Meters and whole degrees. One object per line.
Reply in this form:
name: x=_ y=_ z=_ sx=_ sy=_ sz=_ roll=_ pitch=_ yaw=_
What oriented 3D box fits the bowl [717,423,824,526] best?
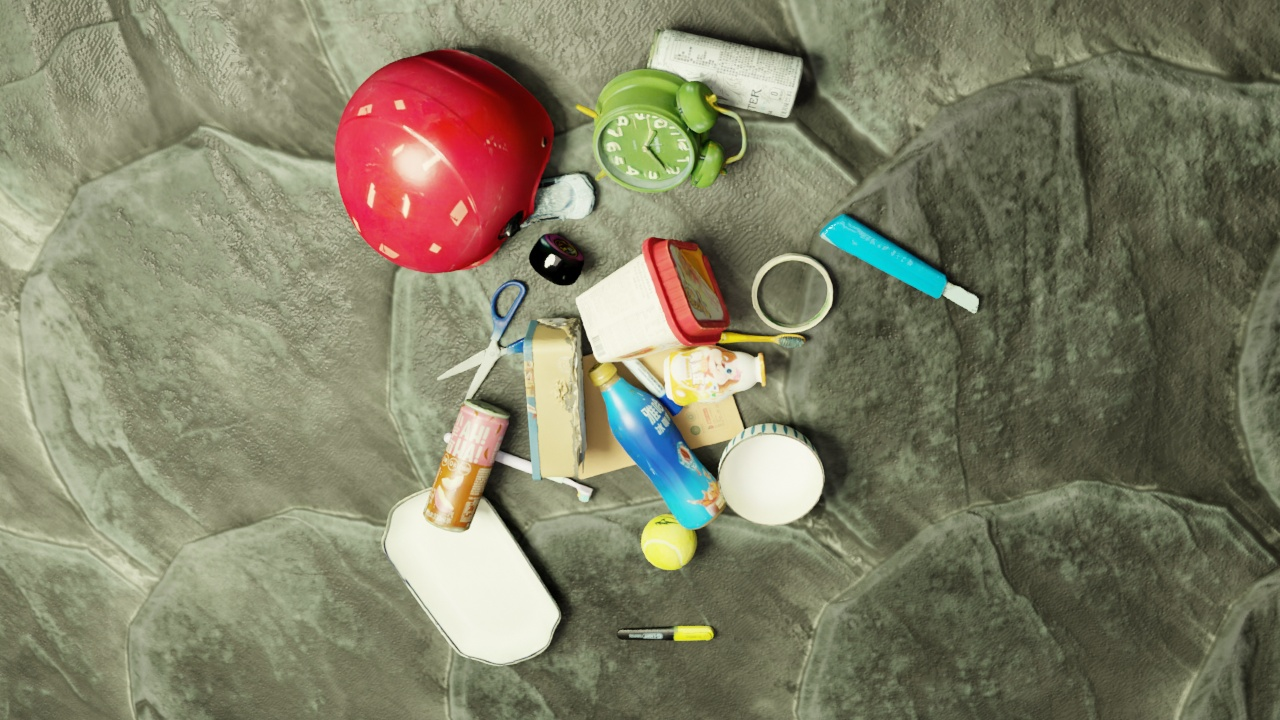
bowl: x=0.146 y=0.120 z=1.037 sx=0.116 sy=0.066 sz=0.116 roll=2 pitch=112 yaw=5

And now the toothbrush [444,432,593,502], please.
toothbrush: x=-0.147 y=0.126 z=1.099 sx=0.189 sy=0.029 sz=0.021 roll=22 pitch=71 yaw=0

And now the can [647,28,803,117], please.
can: x=0.082 y=-0.281 z=0.895 sx=0.147 sy=0.058 sz=0.058 roll=13 pitch=112 yaw=1

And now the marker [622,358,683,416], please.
marker: x=-0.006 y=0.006 z=1.028 sx=0.017 sy=0.016 sz=0.146 roll=-40 pitch=101 yaw=18

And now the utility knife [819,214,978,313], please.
utility knife: x=0.277 y=-0.099 z=0.964 sx=0.188 sy=0.018 sz=0.034 roll=29 pitch=123 yaw=-5

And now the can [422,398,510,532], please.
can: x=-0.201 y=0.122 z=1.060 sx=0.058 sy=0.058 sz=0.147 roll=20 pitch=93 yaw=-2

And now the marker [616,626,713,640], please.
marker: x=0.031 y=0.347 z=1.164 sx=0.124 sy=0.015 sz=0.018 roll=-3 pitch=107 yaw=9

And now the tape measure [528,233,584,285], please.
tape measure: x=-0.091 y=-0.106 z=0.983 sx=0.058 sy=0.057 sz=0.039 roll=32 pitch=112 yaw=-15

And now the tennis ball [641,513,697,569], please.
tennis ball: x=0.034 y=0.215 z=1.086 sx=0.065 sy=0.065 sz=0.065 roll=2 pitch=111 yaw=6

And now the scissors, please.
scissors: x=-0.155 y=-0.015 z=1.050 sx=0.161 sy=0.012 sz=0.164 roll=10 pitch=113 yaw=4

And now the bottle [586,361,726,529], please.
bottle: x=0.015 y=0.092 z=1.031 sx=0.065 sy=0.065 sz=0.218 roll=-32 pitch=105 yaw=17

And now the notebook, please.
notebook: x=0.000 y=0.048 z=1.057 sx=0.208 sy=0.008 sz=0.148 roll=-17 pitch=108 yaw=12

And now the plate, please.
plate: x=-0.208 y=0.266 z=1.150 sx=0.162 sy=0.034 sz=0.266 roll=-27 pitch=106 yaw=16

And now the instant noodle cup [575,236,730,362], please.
instant noodle cup: x=0.010 y=-0.056 z=0.957 sx=0.124 sy=0.116 sz=0.116 roll=-23 pitch=81 yaw=26

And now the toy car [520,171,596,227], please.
toy car: x=-0.099 y=-0.170 z=0.973 sx=0.106 sy=0.031 sz=0.049 roll=-8 pitch=110 yaw=9

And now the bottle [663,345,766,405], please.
bottle: x=0.081 y=0.014 z=0.997 sx=0.108 sy=0.063 sz=0.063 roll=-6 pitch=110 yaw=8

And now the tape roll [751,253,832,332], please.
tape roll: x=0.164 y=-0.073 z=0.989 sx=0.086 sy=0.013 sz=0.086 roll=2 pitch=111 yaw=6

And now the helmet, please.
helmet: x=-0.216 y=-0.185 z=0.912 sx=0.207 sy=0.143 sz=0.241 roll=29 pitch=116 yaw=6

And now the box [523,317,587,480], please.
box: x=-0.092 y=0.048 z=1.015 sx=0.061 sy=0.089 sz=0.184 roll=1 pitch=110 yaw=0

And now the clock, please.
clock: x=0.024 y=-0.220 z=0.896 sx=0.161 sy=0.056 sz=0.116 roll=2 pitch=143 yaw=16

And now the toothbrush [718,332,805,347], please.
toothbrush: x=0.085 y=-0.024 z=1.006 sx=0.191 sy=0.018 sz=0.016 roll=2 pitch=108 yaw=6
